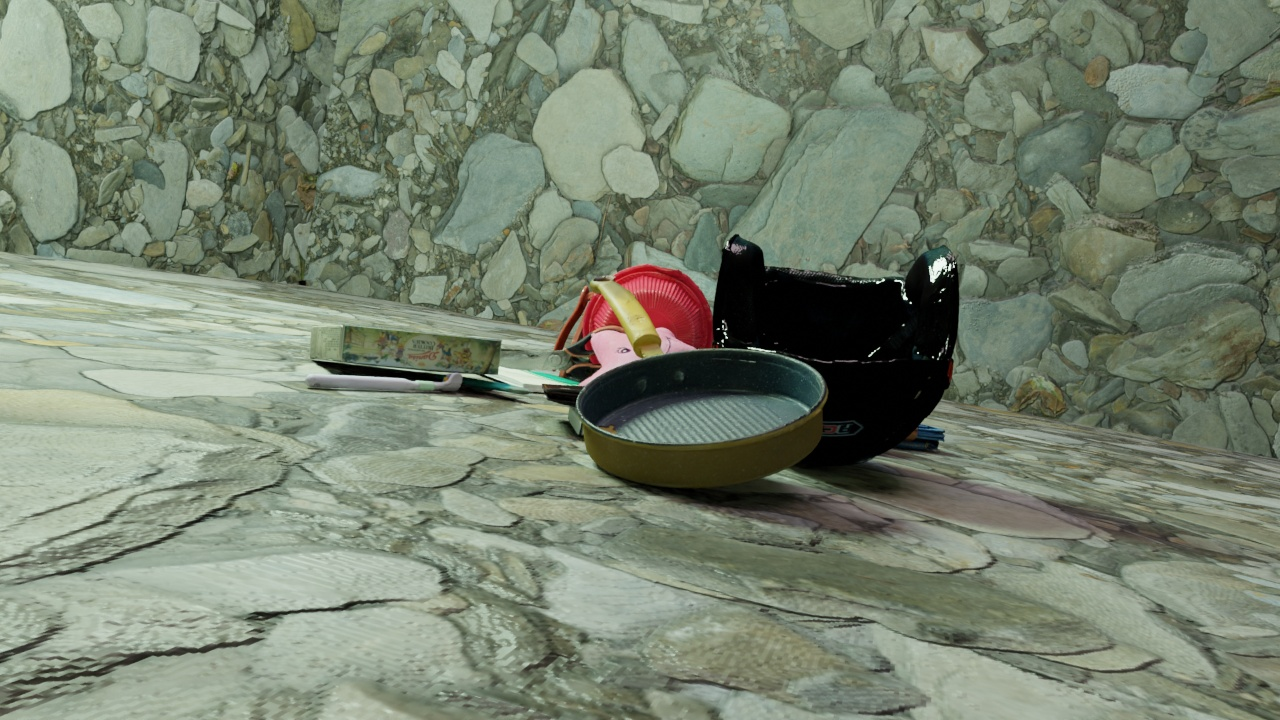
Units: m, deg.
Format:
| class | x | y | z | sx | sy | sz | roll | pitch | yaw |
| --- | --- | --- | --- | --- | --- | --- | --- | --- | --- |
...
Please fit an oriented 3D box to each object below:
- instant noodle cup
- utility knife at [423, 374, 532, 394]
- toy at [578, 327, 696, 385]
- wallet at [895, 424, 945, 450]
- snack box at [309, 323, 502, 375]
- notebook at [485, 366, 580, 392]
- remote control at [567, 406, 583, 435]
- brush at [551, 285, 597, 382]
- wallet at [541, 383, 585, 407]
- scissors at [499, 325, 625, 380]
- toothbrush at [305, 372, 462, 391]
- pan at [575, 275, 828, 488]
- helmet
| class | x | y | z | sx | sy | sz | roll | pitch | yaw |
| --- | --- | --- | --- | --- | --- | --- | --- | --- | --- |
| instant noodle cup | 0.011 | -0.041 | 1.319 | 0.194 | 0.194 | 0.065 | 9 | 9 | 1 |
| utility knife | -0.199 | 0.027 | 1.086 | 0.180 | 0.013 | 0.029 | 8 | -1 | 39 |
| toy | -0.007 | 0.007 | 1.202 | 0.179 | 0.075 | 0.194 | 27 | 42 | 33 |
| wallet | 0.331 | 0.095 | 1.251 | 0.133 | 0.040 | 0.106 | 7 | 0 | -23 |
| snack box | -0.279 | -0.013 | 1.079 | 0.182 | 0.046 | 0.178 | 6 | -2 | -29 |
| notebook | -0.142 | 0.028 | 1.266 | 0.150 | 0.012 | 0.209 | 9 | 3 | -34 |
| remote control | -0.041 | 0.059 | 0.890 | 0.049 | 0.024 | 0.125 | 8 | 4 | -10 |
| brush | -0.086 | -0.039 | 1.393 | 0.069 | 0.146 | 0.063 | 25 | 8 | 20 |
| wallet | -0.048 | 0.035 | 0.900 | 0.096 | 0.020 | 0.122 | 8 | 1 | -8 |
| scissors | -0.102 | -0.014 | 1.278 | 0.207 | 0.192 | 0.015 | 40 | 3 | -4 |
| toothbrush | -0.261 | 0.021 | 0.946 | 0.188 | 0.029 | 0.021 | 3 | 44 | -54 |
| pan | 0.020 | 0.000 | 0.795 | 0.197 | 0.078 | 0.357 | -11 | 21 | -17 |
| helmet | 0.189 | -0.004 | 0.916 | 0.234 | 0.230 | 0.274 | 3 | 26 | 11 |
